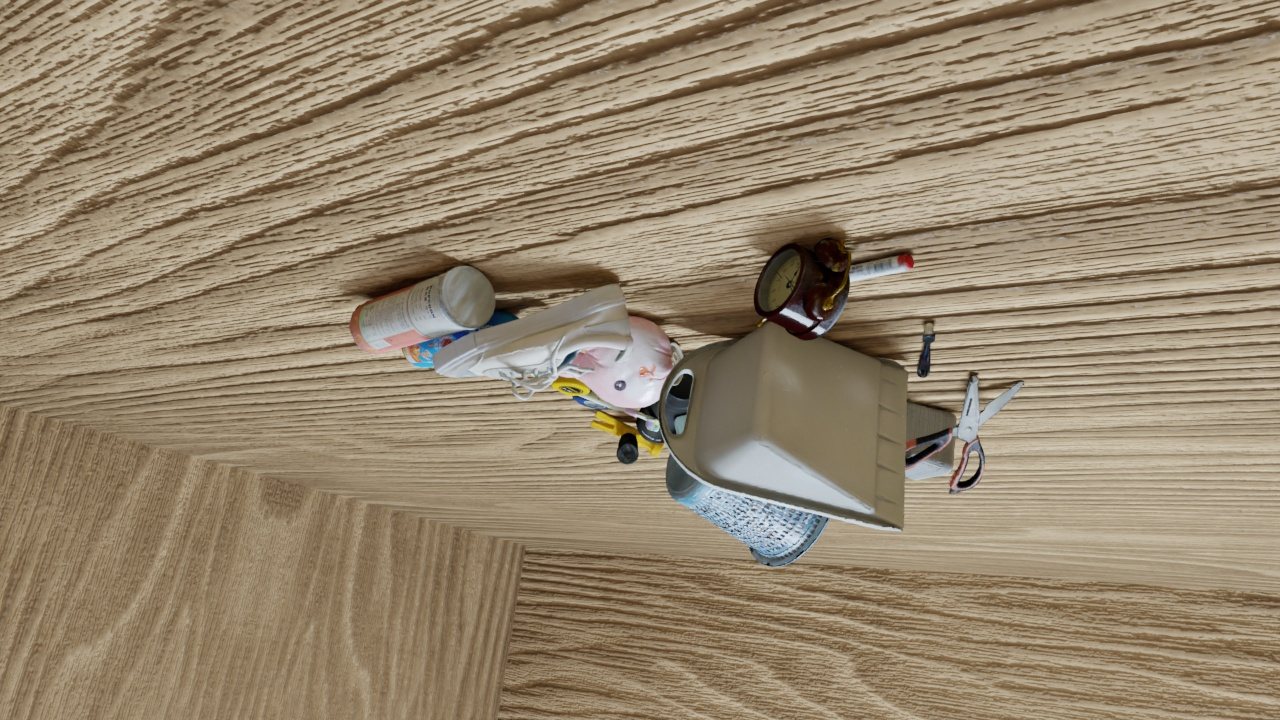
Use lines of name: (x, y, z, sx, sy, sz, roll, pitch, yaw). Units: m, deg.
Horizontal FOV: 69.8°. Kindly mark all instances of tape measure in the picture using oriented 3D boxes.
tape measure: (-0.073, 0.057, 1.414, 0.058, 0.025, 0.054, 7, 164, 15)
tape measure: (-0.100, 0.030, 1.338, 0.057, 0.028, 0.060, -3, 159, 34)

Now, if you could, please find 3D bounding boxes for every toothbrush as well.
toothbrush: (-0.049, 0.063, 1.341, 0.190, 0.020, 0.029, 21, 149, 36)
toothbrush: (0.331, -0.007, 1.065, 0.016, 0.018, 0.181, -3, 162, 14)

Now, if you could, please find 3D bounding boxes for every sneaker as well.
sneaker: (-0.118, -0.007, 1.026, 0.243, 0.090, 0.089, -17, 180, 21)

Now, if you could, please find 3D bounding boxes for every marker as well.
marker: (0.195, -0.082, 0.887, 0.146, 0.017, 0.017, -9, 156, 42)

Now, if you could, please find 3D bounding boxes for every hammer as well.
hammer: (-0.020, 0.127, 1.435, 0.129, 0.033, 0.300, 26, -179, -1)

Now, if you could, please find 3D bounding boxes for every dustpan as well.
dustpan: (0.163, 0.071, 1.063, 0.257, 0.222, 0.143, 27, 144, -21)

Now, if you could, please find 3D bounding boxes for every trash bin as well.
trash bin: (0.155, 0.171, 1.379, 0.195, 0.226, 0.227, 26, 157, -22)

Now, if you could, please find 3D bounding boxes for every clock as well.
clock: (0.155, -0.068, 0.846, 0.055, 0.082, 0.122, 23, 160, -23)

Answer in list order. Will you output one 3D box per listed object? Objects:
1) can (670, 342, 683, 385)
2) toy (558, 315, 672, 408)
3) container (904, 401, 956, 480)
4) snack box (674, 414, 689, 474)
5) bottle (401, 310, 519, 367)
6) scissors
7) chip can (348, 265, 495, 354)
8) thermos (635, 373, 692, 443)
can: (-0.007, 0.007, 1.178, 0.116, 0.058, 0.058, -3, 159, 31)
toy: (-0.039, -0.004, 1.110, 0.159, 0.121, 0.054, 13, -154, 9)
container: (0.365, 0.107, 1.286, 0.114, 0.090, 0.090, 17, 160, -18)
snack box: (0.138, 0.099, 1.260, 0.175, 0.074, 0.052, -13, 164, -2)
bottle: (-0.201, -0.028, 1.143, 0.219, 0.065, 0.065, -3, 159, 31)
scissors: (0.416, 0.103, 1.197, 0.228, 0.015, 0.189, -32, 124, 27)
chip can: (-0.261, -0.055, 1.076, 0.071, 0.071, 0.215, 23, 157, -40)
thermos: (0.033, 0.052, 1.310, 0.090, 0.068, 0.243, 36, 161, 5)
